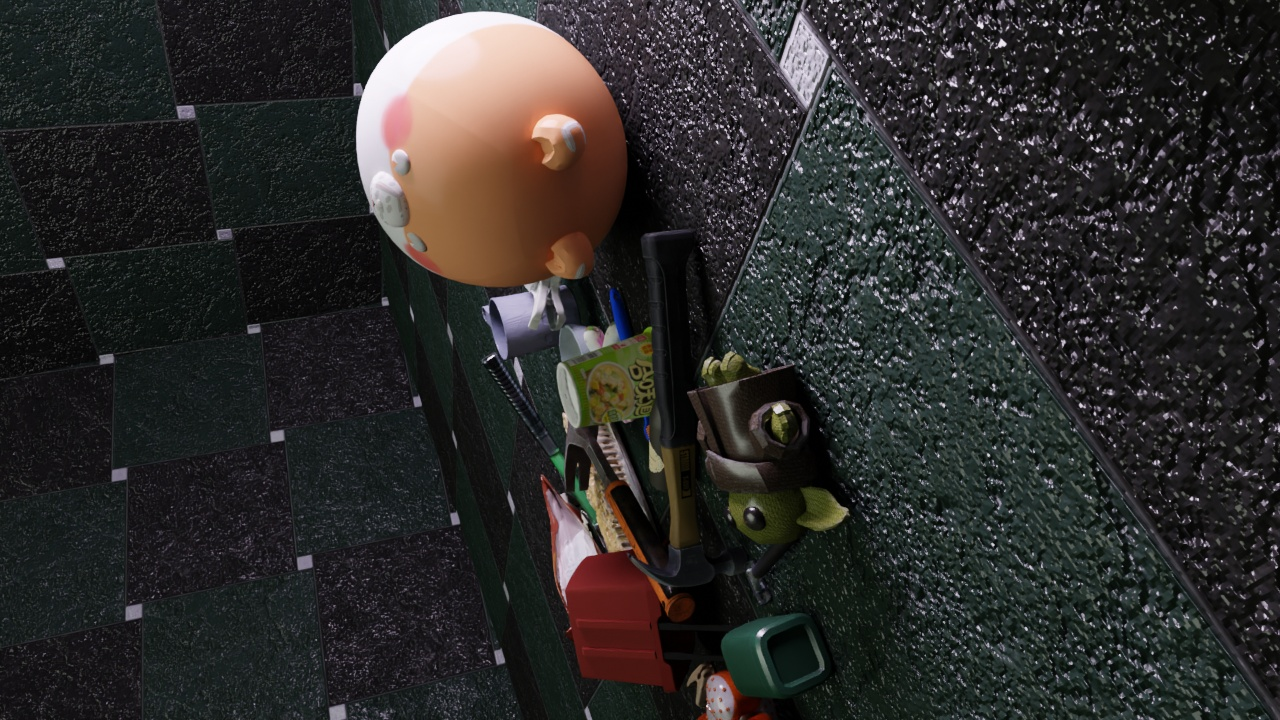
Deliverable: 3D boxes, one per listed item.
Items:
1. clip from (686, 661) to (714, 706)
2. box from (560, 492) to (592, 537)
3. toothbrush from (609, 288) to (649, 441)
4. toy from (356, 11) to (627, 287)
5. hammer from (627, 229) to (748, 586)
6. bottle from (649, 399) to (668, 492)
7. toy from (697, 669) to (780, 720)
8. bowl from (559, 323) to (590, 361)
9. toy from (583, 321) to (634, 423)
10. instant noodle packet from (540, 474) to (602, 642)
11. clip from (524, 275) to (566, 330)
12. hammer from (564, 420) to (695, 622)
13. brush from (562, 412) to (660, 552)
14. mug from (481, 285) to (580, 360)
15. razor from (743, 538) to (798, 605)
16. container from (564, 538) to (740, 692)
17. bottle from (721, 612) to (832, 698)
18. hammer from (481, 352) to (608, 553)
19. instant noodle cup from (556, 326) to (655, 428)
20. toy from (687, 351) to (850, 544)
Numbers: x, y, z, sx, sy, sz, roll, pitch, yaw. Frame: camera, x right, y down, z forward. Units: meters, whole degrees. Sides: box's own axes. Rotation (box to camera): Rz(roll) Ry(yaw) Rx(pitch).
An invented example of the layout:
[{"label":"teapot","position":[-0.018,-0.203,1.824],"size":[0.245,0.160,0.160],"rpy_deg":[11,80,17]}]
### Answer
[{"label":"clip","position":[0.074,0.375,1.053],"size":[0.061,0.024,0.041],"rpy_deg":[105,146,-48]},{"label":"box","position":[-0.096,0.288,1.388],"size":[0.184,0.050,0.143],"rpy_deg":[63,-169,-67]},{"label":"toothbrush","position":[-0.006,0.006,1.030],"size":[0.018,0.016,0.182],"rpy_deg":[-19,85,65]},{"label":"toy","position":[-0.140,-0.195,0.901],"size":[0.281,0.265,0.263],"rpy_deg":[35,140,40]},{"label":"hammer","position":[0.033,0.050,0.840],"size":[0.025,0.117,0.333],"rpy_deg":[-163,66,-65]},{"label":"bottle","position":[0.031,0.048,0.911],"size":[0.045,0.045,0.185],"rpy_deg":[-129,31,-50]},{"label":"toy","position":[0.107,0.393,0.874],"size":[0.164,0.092,0.172],"rpy_deg":[99,149,-45]},{"label":"bowl","position":[-0.067,0.002,1.158],"size":[0.106,0.039,0.106],"rpy_deg":[166,90,-71]},{"label":"toy","position":[-0.031,0.014,1.074],"size":[0.079,0.038,0.122],"rpy_deg":[-19,87,64]},{"label":"instant noodle packet","position":[-0.075,0.271,1.225],"size":[0.220,0.084,0.164],"rpy_deg":[63,-178,35]},{"label":"clip","position":[-0.127,-0.112,1.147],"size":[0.126,0.096,0.152],"rpy_deg":[133,152,-71]},{"label":"hammer","position":[-0.020,0.167,0.994],"size":[0.314,0.035,0.138],"rpy_deg":[-125,39,-51]},{"label":"brush","position":[-0.032,0.171,1.154],"size":[0.083,0.056,0.271],"rpy_deg":[109,143,-60]},{"label":"mug","position":[-0.150,-0.059,1.249],"size":[0.124,0.103,0.084],"rpy_deg":[-141,41,-60]},{"label":"razor","position":[0.114,0.174,0.805],"size":[0.145,0.022,0.042],"rpy_deg":[106,143,-55]},{"label":"container","position":[0.031,0.279,1.005],"size":[0.126,0.201,0.148],"rpy_deg":[-46,-52,-69]},{"label":"bottle","position":[0.111,0.263,0.816],"size":[0.131,0.061,0.061],"rpy_deg":[129,122,-66]},{"label":"hammer","position":[-0.118,0.126,1.243],"size":[0.319,0.032,0.130],"rpy_deg":[58,174,-11]},{"label":"instant noodle cup","position":[-0.026,0.024,0.962],"size":[0.099,0.107,0.099],"rpy_deg":[166,90,-72]},{"label":"toy","position":[0.089,0.069,0.718],"size":[0.180,0.078,0.152],"rpy_deg":[-18,87,68]}]
